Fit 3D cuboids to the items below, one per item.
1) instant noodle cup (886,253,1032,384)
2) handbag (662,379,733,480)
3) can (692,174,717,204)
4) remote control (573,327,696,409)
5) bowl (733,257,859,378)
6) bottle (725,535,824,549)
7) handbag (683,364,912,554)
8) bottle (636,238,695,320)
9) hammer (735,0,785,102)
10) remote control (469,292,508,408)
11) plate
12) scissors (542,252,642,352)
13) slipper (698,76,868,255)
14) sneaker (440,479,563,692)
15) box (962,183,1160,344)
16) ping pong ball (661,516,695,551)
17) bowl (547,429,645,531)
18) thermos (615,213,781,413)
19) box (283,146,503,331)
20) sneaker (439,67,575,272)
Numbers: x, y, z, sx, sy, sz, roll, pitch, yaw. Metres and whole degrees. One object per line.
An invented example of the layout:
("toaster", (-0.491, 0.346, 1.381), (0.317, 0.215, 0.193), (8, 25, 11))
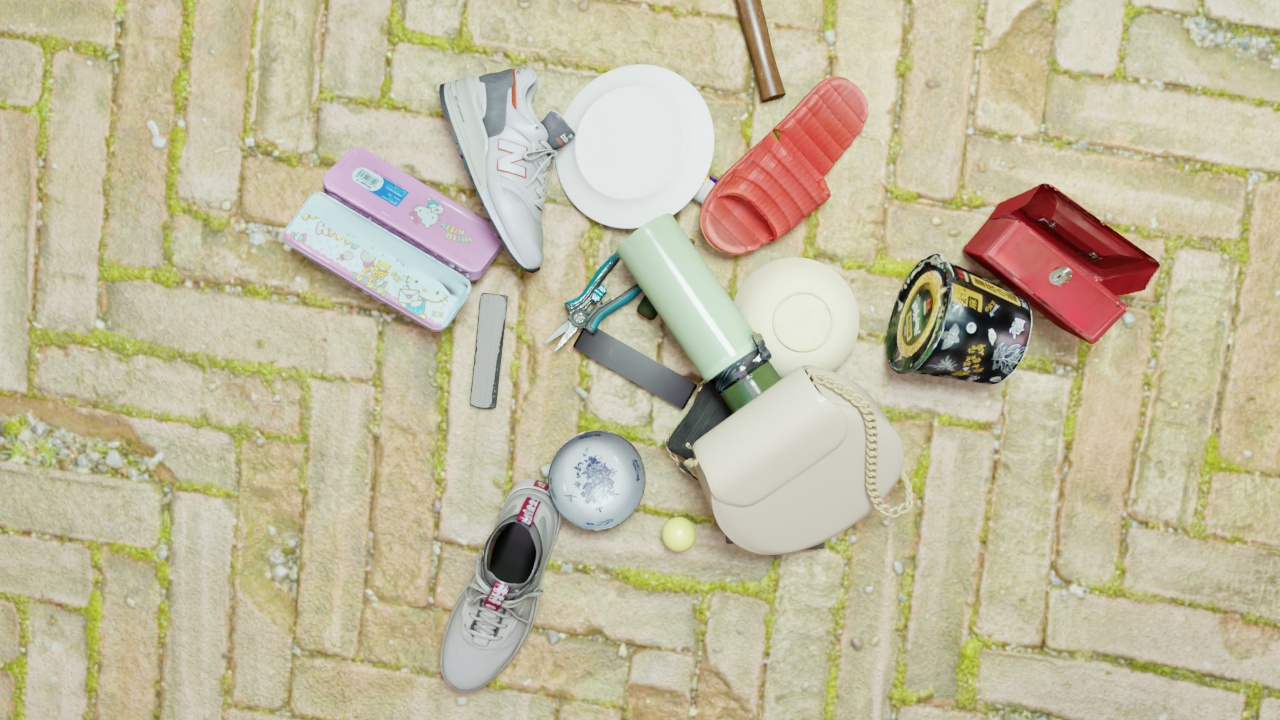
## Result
("instant noodle cup", (0.354, -0.038, 1.011), (0.112, 0.137, 0.137), (15, 93, -9))
("handbag", (0.083, 0.075, 1.058), (0.079, 0.054, 0.128), (30, 95, -2))
("can", (0.064, -0.204, 1.057), (0.095, 0.032, 0.032), (32, 93, 0))
("remote control", (-0.006, 0.006, 1.079), (0.150, 0.013, 0.034), (30, 89, 1))
("bowl", (0.179, -0.044, 1.039), (0.151, 0.075, 0.151), (0, 92, 2))
("bottle", (0.156, 0.207, 1.073), (0.113, 0.030, 0.030), (-2, 92, 2))
("handbag", (0.173, 0.118, 0.984), (0.211, 0.103, 0.208), (-37, 130, 12))
("bottle", (0.032, -0.096, 1.067), (0.025, 0.025, 0.106), (33, 93, 0))
("hammer", (0.109, -0.456, 1.046), (0.115, 0.033, 0.323), (-15, 93, 1))
("remote control", (-0.180, -0.011, 1.085), (0.033, 0.013, 0.136), (7, 91, 1))
("plate", (-0.011, -0.246, 1.042), (0.189, 0.016, 0.188), (-1, 87, 16))
("scissors", (-0.050, -0.071, 1.068), (0.123, 0.019, 0.148), (7, 83, 0))
("slipper", (0.171, -0.213, 1.024), (0.248, 0.059, 0.103), (-46, 113, -3))
("sneaker", (-0.162, 0.268, 1.040), (0.097, 0.128, 0.263), (23, 95, 1))
("box", (0.445, -0.100, 1.002), (0.157, 0.134, 0.110), (35, 92, 1))
("ping pong ball", (0.045, 0.203, 1.072), (0.040, 0.040, 0.040), (0, 92, 2))
("bowl", (-0.053, 0.137, 1.066), (0.114, 0.045, 0.114), (0, 88, -11))
("thermos", (0.070, -0.049, 1.007), (0.082, 0.082, 0.231), (-34, 84, 3))
("box", (-0.278, -0.139, 1.045), (0.214, 0.035, 0.150), (30, 69, 0))
("sneaker", (-0.130, -0.228, 1.036), (0.124, 0.089, 0.239), (-25, 88, 6))
